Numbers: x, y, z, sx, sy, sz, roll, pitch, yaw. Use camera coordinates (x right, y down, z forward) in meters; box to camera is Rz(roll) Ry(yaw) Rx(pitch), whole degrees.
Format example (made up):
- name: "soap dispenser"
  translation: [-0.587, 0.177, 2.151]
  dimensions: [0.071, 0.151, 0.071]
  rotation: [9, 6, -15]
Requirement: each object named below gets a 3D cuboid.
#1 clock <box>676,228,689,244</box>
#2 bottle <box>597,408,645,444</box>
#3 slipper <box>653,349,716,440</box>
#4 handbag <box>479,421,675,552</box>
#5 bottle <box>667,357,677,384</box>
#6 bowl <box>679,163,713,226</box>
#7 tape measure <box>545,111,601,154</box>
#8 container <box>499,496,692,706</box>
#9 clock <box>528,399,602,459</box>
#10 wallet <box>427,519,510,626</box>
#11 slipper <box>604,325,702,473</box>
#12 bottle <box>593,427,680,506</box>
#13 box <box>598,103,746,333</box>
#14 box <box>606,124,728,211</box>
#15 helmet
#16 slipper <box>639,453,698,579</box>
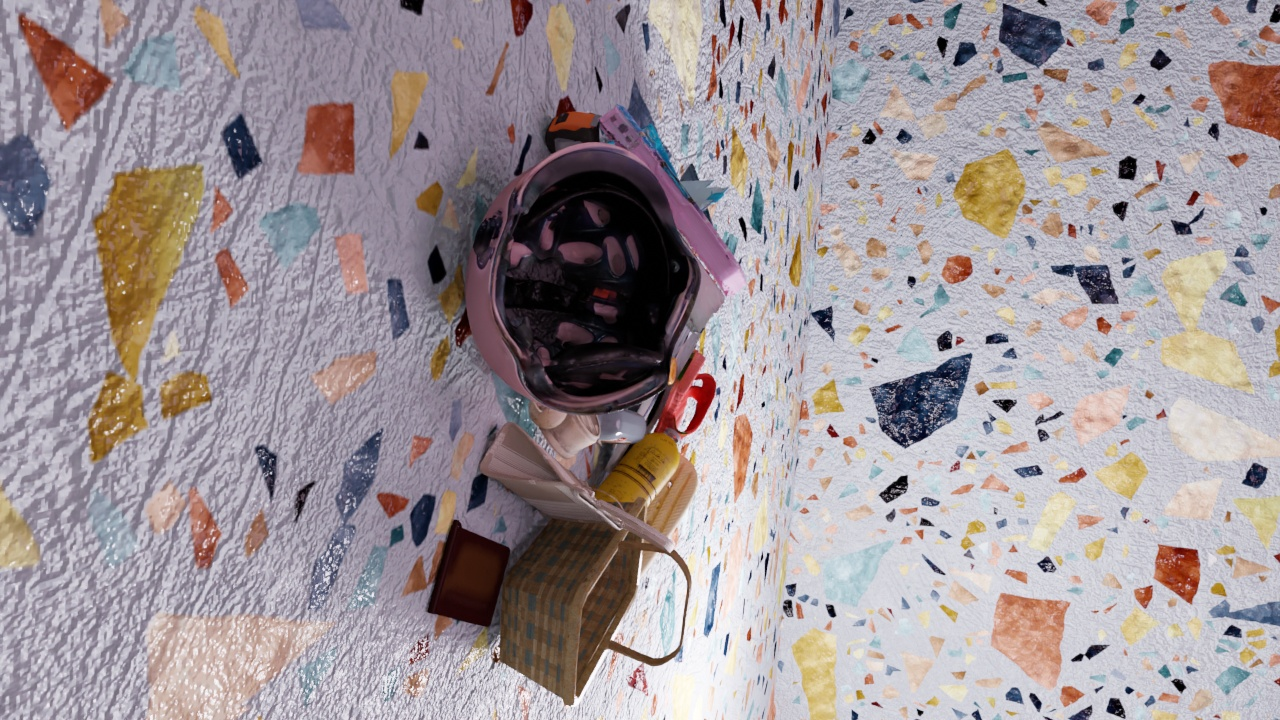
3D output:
- name: "clock"
  translation: [0.011, -0.147, 1.166]
  dimensions: [0.061, 0.103, 0.156]
  rotation: [53, 3, -22]
- name: "bottle"
  translation: [-0.050, 0.079, 1.176]
  dimensions: [0.161, 0.072, 0.046]
  rotation: [27, 65, -70]
- name: "slipper"
  translation: [0.071, 0.062, 1.329]
  dimensions: [0.103, 0.059, 0.249]
  rotation: [-59, 173, -24]
- name: "handbag"
  translation: [-0.051, 0.158, 0.992]
  dimensions: [0.062, 0.198, 0.176]
  rotation: [-60, 155, -13]
- name: "bottle"
  translation: [-0.007, 0.007, 1.220]
  dimensions: [0.063, 0.109, 0.063]
  rotation: [8, 89, -70]
- name: "bowl"
  translation: [0.070, -0.215, 1.347]
  dimensions: [0.137, 0.057, 0.137]
  rotation: [-16, 89, -85]
- name: "tape measure"
  translation: [-0.075, -0.245, 1.014]
  dimensions: [0.058, 0.059, 0.038]
  rotation: [93, 13, -54]
- name: "container"
  translation: [-0.035, 0.274, 1.072]
  dimensions: [0.249, 0.186, 0.158]
  rotation: [-47, 145, -65]
- name: "clock"
  translation: [-0.087, 0.056, 1.028]
  dimensions: [0.093, 0.055, 0.140]
  rotation: [67, 12, 19]
- name: "wallet"
  translation: [-0.175, 0.221, 0.942]
  dimensions: [0.115, 0.018, 0.091]
  rotation: [52, 48, -62]
- name: "slipper"
  translation: [0.008, 0.039, 1.319]
  dimensions: [0.264, 0.063, 0.111]
  rotation: [-60, 167, 6]
- name: "bottle"
  translation: [0.000, 0.160, 1.270]
  dimensions: [0.163, 0.071, 0.071]
  rotation: [-49, 146, -26]
- name: "box"
  translation: [0.032, -0.154, 1.005]
  dimensions: [0.062, 0.230, 0.161]
  rotation: [-30, 164, -16]
- name: "box"
  translation: [0.017, -0.223, 1.181]
  dimensions: [0.085, 0.170, 0.226]
  rotation: [-60, 174, 30]
- name: "helmet"
  translation: [-0.068, -0.079, 0.899]
  dimensions: [0.229, 0.153, 0.255]
  rotation: [-2, 96, -35]
- name: "slipper"
  translation: [-0.010, 0.236, 1.327]
  dimensions: [0.260, 0.111, 0.079]
  rotation: [-55, 177, -40]
